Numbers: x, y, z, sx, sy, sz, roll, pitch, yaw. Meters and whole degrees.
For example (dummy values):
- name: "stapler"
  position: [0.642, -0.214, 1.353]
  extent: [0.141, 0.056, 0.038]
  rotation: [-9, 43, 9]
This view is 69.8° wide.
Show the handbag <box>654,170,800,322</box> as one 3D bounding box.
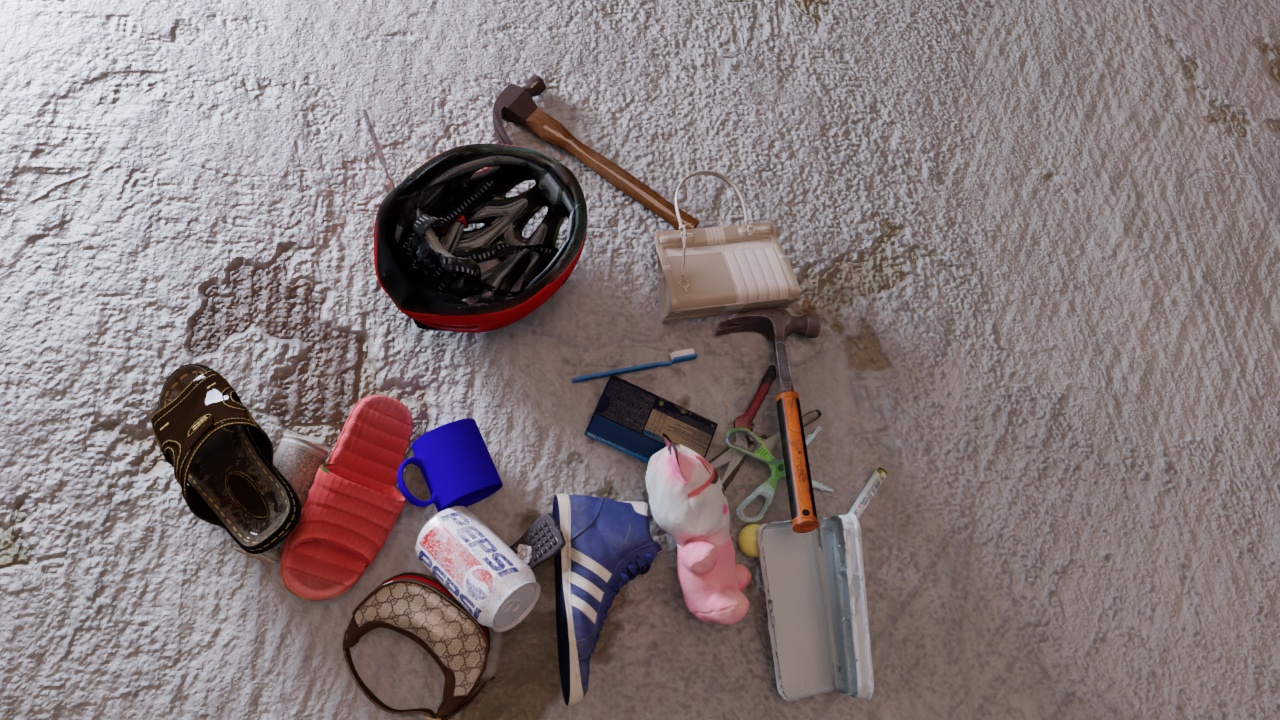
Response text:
- name: "handbag"
  position: [0.102, -0.160, 1.219]
  extent: [0.175, 0.062, 0.197]
  rotation: [-7, 77, -13]

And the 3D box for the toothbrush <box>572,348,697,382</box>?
- name: "toothbrush"
  position: [-0.007, 0.007, 1.172]
  extent: [0.166, 0.016, 0.014]
  rotation: [-11, 73, -13]

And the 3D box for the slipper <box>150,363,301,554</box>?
- name: "slipper"
  position: [-0.458, 0.097, 0.992]
  extent: [0.113, 0.076, 0.268]
  rotation: [-40, 62, -9]

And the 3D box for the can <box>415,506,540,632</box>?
- name: "can"
  position: [-0.179, 0.227, 1.006]
  extent: [0.136, 0.078, 0.078]
  rotation: [36, 66, 29]

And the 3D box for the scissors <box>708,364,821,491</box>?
- name: "scissors"
  position: [0.152, 0.086, 1.164]
  extent: [0.179, 0.015, 0.187]
  rotation: [5, 68, -18]

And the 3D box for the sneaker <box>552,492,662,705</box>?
- name: "sneaker"
  position: [-0.033, 0.265, 1.042]
  extent: [0.118, 0.092, 0.232]
  rotation: [0, 63, -13]

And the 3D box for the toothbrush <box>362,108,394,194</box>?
- name: "toothbrush"
  position: [-0.319, -0.249, 1.115]
  extent: [0.010, 0.182, 0.010]
  rotation: [22, 71, 3]

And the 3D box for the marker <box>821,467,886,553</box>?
- name: "marker"
  position: [0.270, 0.194, 1.158]
  extent: [0.017, 0.017, 0.146]
  rotation: [39, 69, 4]

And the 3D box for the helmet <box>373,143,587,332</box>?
- name: "helmet"
  position: [-0.189, -0.144, 1.110]
  extent: [0.271, 0.167, 0.217]
  rotation: [-37, 81, -20]

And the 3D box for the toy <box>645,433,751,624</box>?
- name: "toy"
  position: [0.064, 0.188, 1.051]
  extent: [0.084, 0.141, 0.213]
  rotation: [-18, 94, 10]

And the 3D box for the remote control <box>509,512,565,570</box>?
- name: "remote control"
  position: [-0.136, 0.224, 1.035]
  extent: [0.125, 0.009, 0.046]
  rotation: [-42, 60, 17]

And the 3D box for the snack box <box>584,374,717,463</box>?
- name: "snack box"
  position: [0.014, 0.086, 1.142]
  extent: [0.150, 0.027, 0.082]
  rotation: [25, 70, -2]

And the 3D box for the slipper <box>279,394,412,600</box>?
- name: "slipper"
  position: [-0.315, 0.148, 1.026]
  extent: [0.103, 0.059, 0.248]
  rotation: [30, 61, -24]

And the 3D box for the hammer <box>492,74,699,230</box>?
- name: "hammer"
  position: [-0.060, -0.269, 1.252]
  extent: [0.323, 0.033, 0.115]
  rotation: [35, 67, 2]

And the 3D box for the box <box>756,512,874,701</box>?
- name: "box"
  position: [0.190, 0.287, 1.066]
  extent: [0.124, 0.107, 0.215]
  rotation: [-1, 76, -3]

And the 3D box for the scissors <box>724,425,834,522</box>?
- name: "scissors"
  position: [0.171, 0.140, 1.143]
  extent: [0.171, 0.023, 0.167]
  rotation: [26, 65, -16]

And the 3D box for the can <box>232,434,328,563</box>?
- name: "can"
  position: [-0.402, 0.155, 1.025]
  extent: [0.054, 0.054, 0.135]
  rotation: [19, 68, -4]

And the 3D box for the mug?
- name: "mug"
  position: [-0.224, 0.126, 1.049]
  extent: [0.111, 0.079, 0.083]
  rotation: [-17, 74, -35]

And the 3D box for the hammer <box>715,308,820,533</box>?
- name: "hammer"
  position: [0.171, 0.063, 1.130]
  extent: [0.137, 0.035, 0.313]
  rotation: [4, 53, -7]

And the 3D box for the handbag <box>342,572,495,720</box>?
- name: "handbag"
  position: [-0.242, 0.318, 1.003]
  extent: [0.166, 0.063, 0.138]
  rotation: [37, 85, -1]

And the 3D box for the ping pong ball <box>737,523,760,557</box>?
- name: "ping pong ball"
  position: [0.138, 0.218, 1.112]
  extent: [0.040, 0.040, 0.040]
  rotation: [3, 70, -10]
